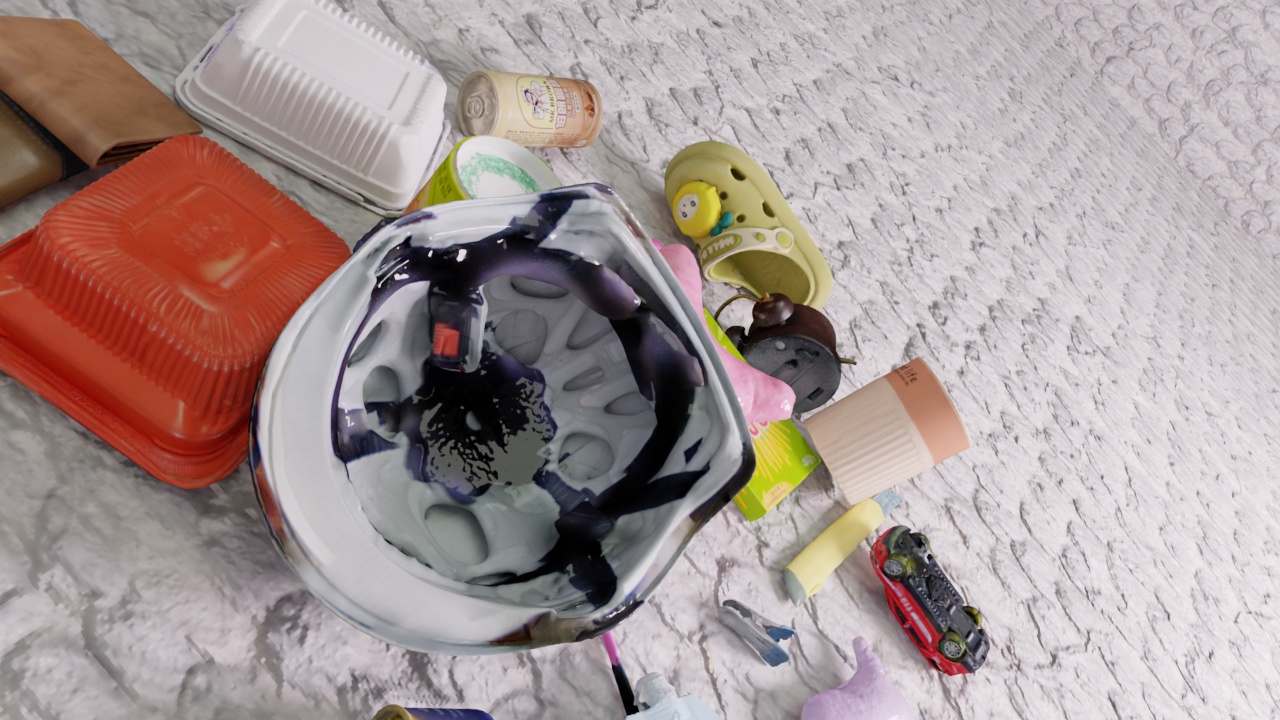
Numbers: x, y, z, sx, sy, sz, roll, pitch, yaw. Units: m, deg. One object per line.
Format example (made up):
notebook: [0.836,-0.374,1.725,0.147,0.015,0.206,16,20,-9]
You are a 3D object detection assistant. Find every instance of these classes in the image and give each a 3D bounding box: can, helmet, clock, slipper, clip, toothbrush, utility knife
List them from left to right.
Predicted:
can: [-0.091,0.228,0.399,0.049,0.075,0.148,16,49,-34]
helmet: [-0.082,0.037,0.500,0.258,0.146,0.229,-35,94,-29]
can: [-0.090,-0.208,0.766,0.116,0.059,0.058,-11,65,-44]
toothbrush: [0.001,0.224,0.524,0.017,0.014,0.189,-7,62,-32]
slipper: [0.090,-0.108,0.813,0.190,0.092,0.081,48,43,-3]
clip: [0.076,0.179,0.615,0.058,0.027,0.045,39,49,-7]
clock: [0.114,-0.010,0.756,0.122,0.082,0.055,34,38,-14]
utility knife: [0.164,0.139,0.723,0.187,0.020,0.031,-26,80,-41]

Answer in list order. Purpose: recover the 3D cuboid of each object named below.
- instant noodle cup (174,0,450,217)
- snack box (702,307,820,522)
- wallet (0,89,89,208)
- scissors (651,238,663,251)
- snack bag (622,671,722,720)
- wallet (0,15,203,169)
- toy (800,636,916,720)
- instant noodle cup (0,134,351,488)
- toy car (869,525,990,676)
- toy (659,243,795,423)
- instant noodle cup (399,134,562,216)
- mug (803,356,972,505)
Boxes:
instant noodle cup: [-0.217,-0.194,0.650,0.173,0.061,0.137,26,44,-19]
snack box: [0.066,0.039,0.711,0.085,0.026,0.156,-31,82,-43]
wallet: [-0.369,-0.110,0.479,0.090,0.033,0.115,42,44,-5]
scissors: [0.009,-0.054,0.756,0.133,0.017,0.130,44,42,-8]
snack bag: [0.061,0.257,0.514,0.191,0.039,0.110,37,37,-16]
wallet: [-0.321,-0.159,0.531,0.101,0.020,0.115,43,16,-11]
toy: [0.145,0.239,0.611,0.107,0.039,0.084,-14,66,-45]
instant noodle cup: [-0.237,-0.044,0.495,0.164,0.079,0.188,37,41,-8]
toy car: [0.219,0.186,0.711,0.052,0.045,0.120,-23,79,-49]
toy: [-0.004,0.004,0.636,0.178,0.075,0.194,-33,82,-22]
instant noodle cup: [-0.109,-0.077,0.593,0.111,0.124,0.111,22,46,-25]
mug: [0.198,0.059,0.745,0.081,0.106,0.114,63,8,13]
